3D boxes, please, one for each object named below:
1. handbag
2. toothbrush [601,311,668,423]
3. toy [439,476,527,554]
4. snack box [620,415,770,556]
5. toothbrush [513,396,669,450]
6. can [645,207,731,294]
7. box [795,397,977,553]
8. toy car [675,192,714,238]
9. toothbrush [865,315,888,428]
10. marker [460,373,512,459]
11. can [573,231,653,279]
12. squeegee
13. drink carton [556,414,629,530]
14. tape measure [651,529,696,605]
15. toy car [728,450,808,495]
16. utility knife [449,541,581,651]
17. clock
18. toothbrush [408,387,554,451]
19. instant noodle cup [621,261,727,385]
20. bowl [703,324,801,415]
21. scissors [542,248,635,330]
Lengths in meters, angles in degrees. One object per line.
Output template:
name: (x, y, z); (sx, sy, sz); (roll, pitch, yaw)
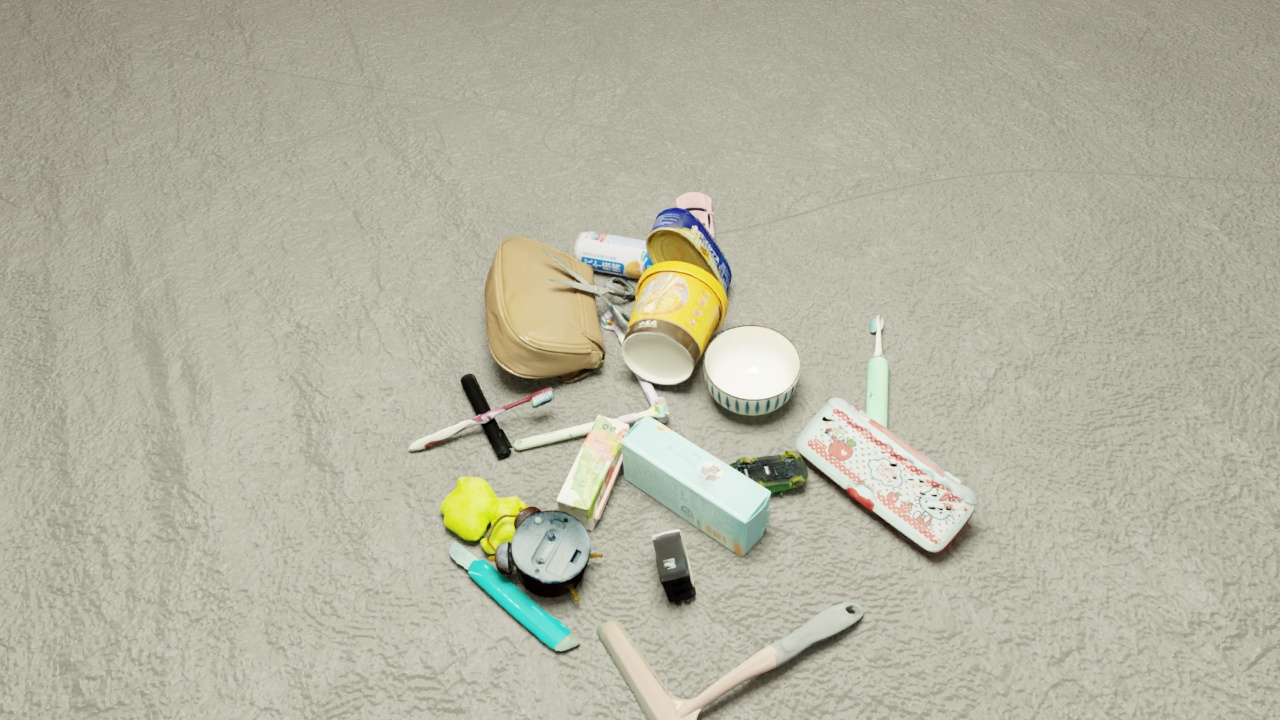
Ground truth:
handbag: (-0.126, -0.061, 1.174); (0.147, 0.100, 0.204); (11, 45, -22)
toothbrush: (-0.007, 0.007, 1.162); (0.021, 0.029, 0.189); (10, 39, -40)
toy: (-0.177, 0.172, 1.025); (0.100, 0.031, 0.096); (-1, 52, 2)
snack box: (0.059, 0.137, 1.012); (0.175, 0.074, 0.051); (31, 57, 25)
toothbrush: (-0.059, 0.078, 1.097); (0.189, 0.020, 0.029); (-14, 52, -2)
can: (0.065, -0.130, 1.198); (0.075, 0.148, 0.049); (-14, 39, 35)
box: (0.268, 0.123, 1.011); (0.201, 0.047, 0.086); (38, 93, 30)
toy car: (0.078, -0.204, 1.325); (0.056, 0.037, 0.122); (-1, 49, 0)
toothbrush: (0.290, 0.027, 1.123); (0.027, 0.026, 0.223); (-29, 35, 40)
marker: (-0.189, 0.066, 1.121); (0.022, 0.020, 0.132); (-49, 51, 19)
can: (-0.021, -0.144, 1.267); (0.135, 0.053, 0.053); (11, 51, 13)
squeegee: (0.121, 0.297, 0.898); (0.249, 0.040, 0.247); (-25, 52, -18)
drink carton: (-0.050, 0.128, 1.040); (0.045, 0.054, 0.122); (15, 53, 14)
tape measure: (0.034, 0.211, 0.957); (0.033, 0.066, 0.066); (-14, 49, 2)
toy car: (0.143, 0.131, 1.037); (0.091, 0.036, 0.043); (-9, 49, -3)
utility knife: (-0.138, 0.248, 0.969); (0.187, 0.013, 0.029); (34, 57, 25)
clock: (-0.106, 0.200, 0.972); (0.122, 0.055, 0.081); (23, 57, 11)
toothbrush: (-0.190, 0.074, 1.095); (0.187, 0.016, 0.017); (-22, 65, 2)
instant noodle cup: (0.037, -0.041, 1.133); (0.118, 0.119, 0.114); (12, 51, 13)
bowl: (0.133, 0.021, 1.111); (0.116, 0.066, 0.116); (-2, 51, 2)
scissors: (-0.052, -0.089, 1.183); (0.178, 0.014, 0.159); (48, 26, -3)
